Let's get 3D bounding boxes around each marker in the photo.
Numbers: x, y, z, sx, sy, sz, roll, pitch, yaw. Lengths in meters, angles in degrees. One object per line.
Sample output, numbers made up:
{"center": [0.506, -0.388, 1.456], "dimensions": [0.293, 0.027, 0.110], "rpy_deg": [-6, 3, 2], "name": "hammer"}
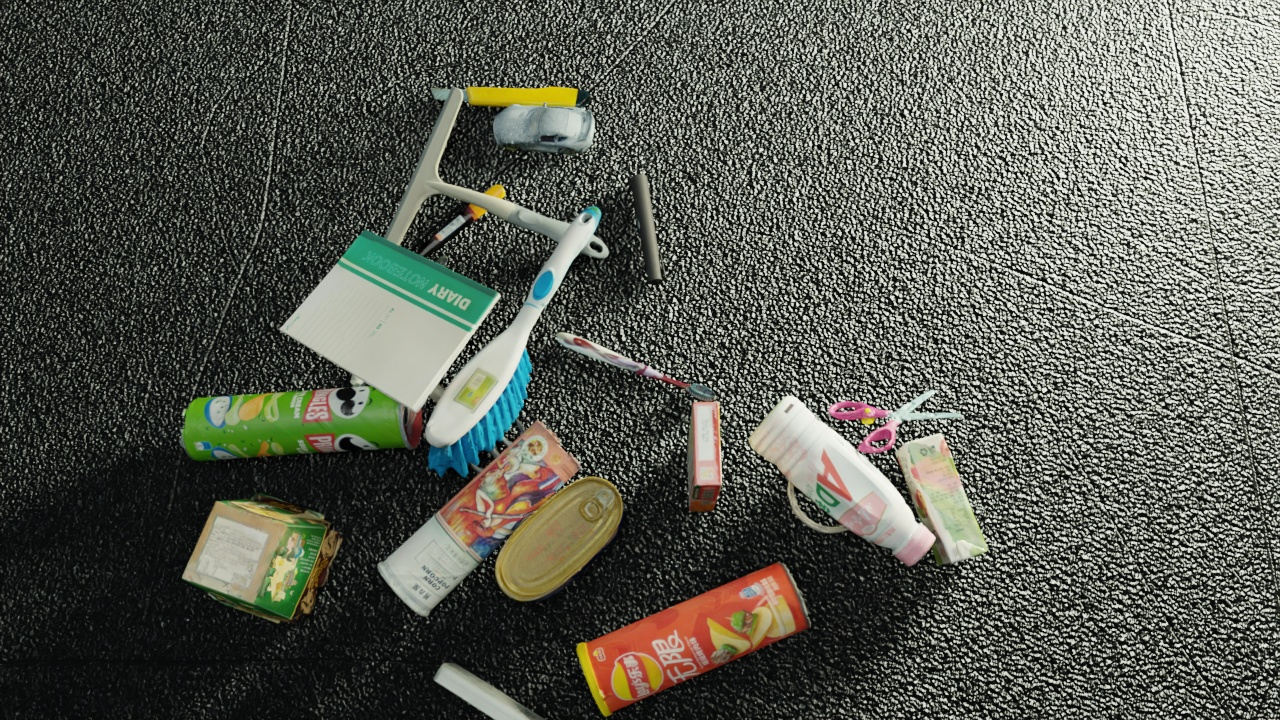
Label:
{"center": [-0.206, -0.159, 1.055], "dimensions": [0.123, 0.015, 0.018], "rpy_deg": [-40, 77, -6], "name": "marker"}
{"center": [0.008, -0.149, 1.034], "dimensions": [0.022, 0.020, 0.132], "rpy_deg": [-13, 73, 11], "name": "marker"}

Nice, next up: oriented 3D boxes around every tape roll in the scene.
{"center": [0.194, 0.133, 0.939], "dimensions": [0.086, 0.014, 0.085], "rpy_deg": [-1, 73, 3], "name": "tape roll"}

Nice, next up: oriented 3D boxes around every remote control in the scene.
{"center": [-0.135, 0.332, 0.878], "dimensions": [0.135, 0.056, 0.019], "rpy_deg": [28, 77, 11], "name": "remote control"}

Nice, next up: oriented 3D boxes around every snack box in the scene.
{"center": [0.060, 0.096, 0.885], "dimensions": [0.027, 0.156, 0.077], "rpy_deg": [0, 72, 1], "name": "snack box"}
{"center": [-0.382, 0.192, 0.910], "dimensions": [0.117, 0.106, 0.118], "rpy_deg": [16, 74, 9], "name": "snack box"}

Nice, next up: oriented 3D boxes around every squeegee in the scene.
{"center": [-0.151, -0.165, 1.028], "dimensions": [0.246, 0.039, 0.246], "rpy_deg": [21, 81, 3], "name": "squeegee"}

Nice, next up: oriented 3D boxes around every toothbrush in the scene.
{"center": [-0.006, 0.006, 0.989], "dimensions": [0.187, 0.017, 0.016], "rpy_deg": [22, 75, 9], "name": "toothbrush"}
{"center": [-0.267, -0.045, 1.024], "dimensions": [0.016, 0.018, 0.180], "rpy_deg": [27, 75, 19], "name": "toothbrush"}

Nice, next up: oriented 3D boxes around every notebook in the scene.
{"center": [-0.267, -0.049, 0.973], "dimensions": [0.209, 0.012, 0.150], "rpy_deg": [26, 72, 27], "name": "notebook"}

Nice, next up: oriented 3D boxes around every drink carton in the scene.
{"center": [0.298, 0.138, 0.911], "dimensions": [0.045, 0.053, 0.122], "rpy_deg": [-18, 73, -3], "name": "drink carton"}

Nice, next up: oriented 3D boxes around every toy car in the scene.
{"center": [-0.113, -0.272, 1.073], "dimensions": [0.121, 0.037, 0.054], "rpy_deg": [4, 74, 8], "name": "toy car"}

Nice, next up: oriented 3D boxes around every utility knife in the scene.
{"center": [-0.157, -0.315, 1.099], "dimensions": [0.197, 0.015, 0.033], "rpy_deg": [4, 57, 5], "name": "utility knife"}

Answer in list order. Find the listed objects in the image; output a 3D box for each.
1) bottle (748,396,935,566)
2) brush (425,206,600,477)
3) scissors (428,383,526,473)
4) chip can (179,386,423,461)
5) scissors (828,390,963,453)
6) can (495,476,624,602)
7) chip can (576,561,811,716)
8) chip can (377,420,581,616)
{"center": [0.200, 0.120, 0.901], "dimensions": [0.197, 0.068, 0.068], "rpy_deg": [41, 79, 11], "name": "bottle"}
{"center": [-0.125, -0.023, 0.963], "dimensions": [0.060, 0.110, 0.313], "rpy_deg": [26, 62, 16], "name": "brush"}
{"center": [-0.205, 0.059, 0.988], "dimensions": [0.174, 0.014, 0.140], "rpy_deg": [4, 72, 5], "name": "scissors"}
{"center": [-0.354, 0.066, 0.966], "dimensions": [0.236, 0.072, 0.072], "rpy_deg": [-4, 73, 3], "name": "chip can"}
{"center": [0.259, 0.061, 0.930], "dimensions": [0.133, 0.017, 0.123], "rpy_deg": [-1, 30, 12], "name": "scissors"}
{"center": [-0.078, 0.181, 0.923], "dimensions": [0.148, 0.049, 0.074], "rpy_deg": [-43, 75, -9], "name": "can"}
{"center": [0.051, 0.266, 0.878], "dimensions": [0.216, 0.073, 0.073], "rpy_deg": [-21, 73, -3], "name": "chip can"}
{"center": [-0.159, 0.156, 0.926], "dimensions": [0.214, 0.071, 0.071], "rpy_deg": [-43, 75, -10], "name": "chip can"}
